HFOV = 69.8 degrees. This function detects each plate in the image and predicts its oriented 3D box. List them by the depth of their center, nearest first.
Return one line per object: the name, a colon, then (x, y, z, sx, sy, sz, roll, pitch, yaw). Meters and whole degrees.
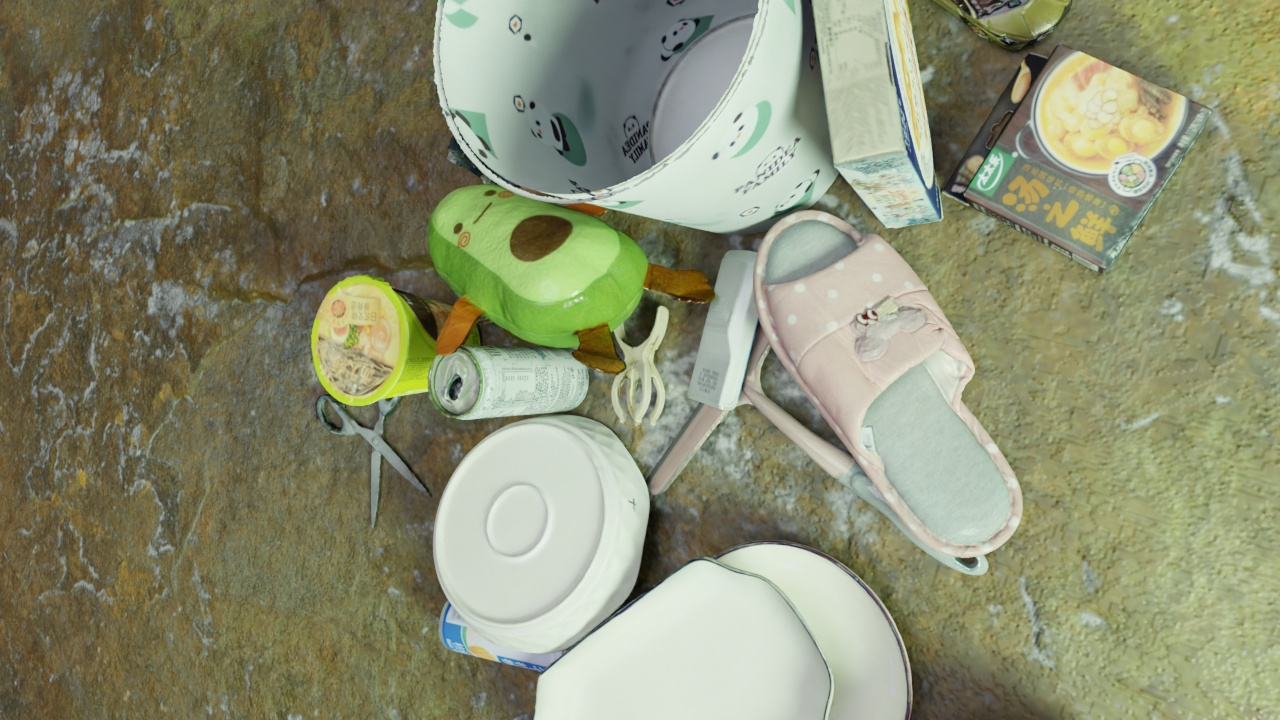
plate: (0.110, 0.230, 0.689, 0.193, 0.039, 0.192, -2, 86, 29)
plate: (0.027, 0.260, 0.691, 0.266, 0.034, 0.162, -43, 68, 21)
plate: (-0.092, 0.139, 0.773, 0.205, 0.045, 0.204, -11, 66, 26)

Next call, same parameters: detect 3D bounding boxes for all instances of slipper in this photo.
slipper: (0.170, 0.009, 0.638, 0.114, 0.054, 0.274, -26, 75, -6)

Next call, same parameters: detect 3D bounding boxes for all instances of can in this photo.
can: (-0.105, 0.017, 0.757, 0.058, 0.146, 0.058, 0, 90, 31)
can: (-0.108, 0.238, 0.801, 0.135, 0.053, 0.053, 2, 88, 29)

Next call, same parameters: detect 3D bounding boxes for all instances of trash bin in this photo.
trash bin: (0.028, -0.197, 0.635, 0.230, 0.251, 0.229, -2, 86, 29)

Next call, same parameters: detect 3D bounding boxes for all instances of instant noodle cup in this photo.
instant noodle cup: (-0.213, -0.016, 0.834, 0.112, 0.123, 0.111, -1, 88, 28)

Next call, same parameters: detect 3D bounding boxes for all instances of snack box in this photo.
snack box: (0.154, -0.193, 0.604, 0.046, 0.182, 0.178, -10, 82, 24)
snack box: (0.283, -0.136, 0.610, 0.126, 0.053, 0.113, 34, 104, 21)

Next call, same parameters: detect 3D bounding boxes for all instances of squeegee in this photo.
squeegee: (0.147, 0.074, 0.678, 0.249, 0.040, 0.248, 39, 105, 24)

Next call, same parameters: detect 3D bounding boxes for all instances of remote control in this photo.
remote control: (0.069, -0.025, 0.722, 0.049, 0.024, 0.125, 17, 94, 57)

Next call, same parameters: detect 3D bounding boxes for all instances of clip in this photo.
clip: (0.000, 0.005, 0.768, 0.070, 0.034, 0.099, -6, 76, 29)

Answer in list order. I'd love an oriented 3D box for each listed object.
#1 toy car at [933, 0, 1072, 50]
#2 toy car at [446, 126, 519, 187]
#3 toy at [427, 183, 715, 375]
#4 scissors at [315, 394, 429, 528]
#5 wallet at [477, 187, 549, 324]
toy car: (0.232, -0.284, 0.648, 0.158, 0.042, 0.070, 45, 109, 20)
toy car: (-0.142, -0.190, 0.854, 0.090, 0.034, 0.043, 34, 106, 27)
toy: (-0.075, -0.074, 0.724, 0.247, 0.226, 0.090, 26, 144, 27)
scissors: (-0.270, 0.080, 0.923, 0.160, 0.014, 0.178, 5, 91, 29)
wallet: (-0.117, -0.096, 0.837, 0.090, 0.033, 0.115, -12, 81, 25)
